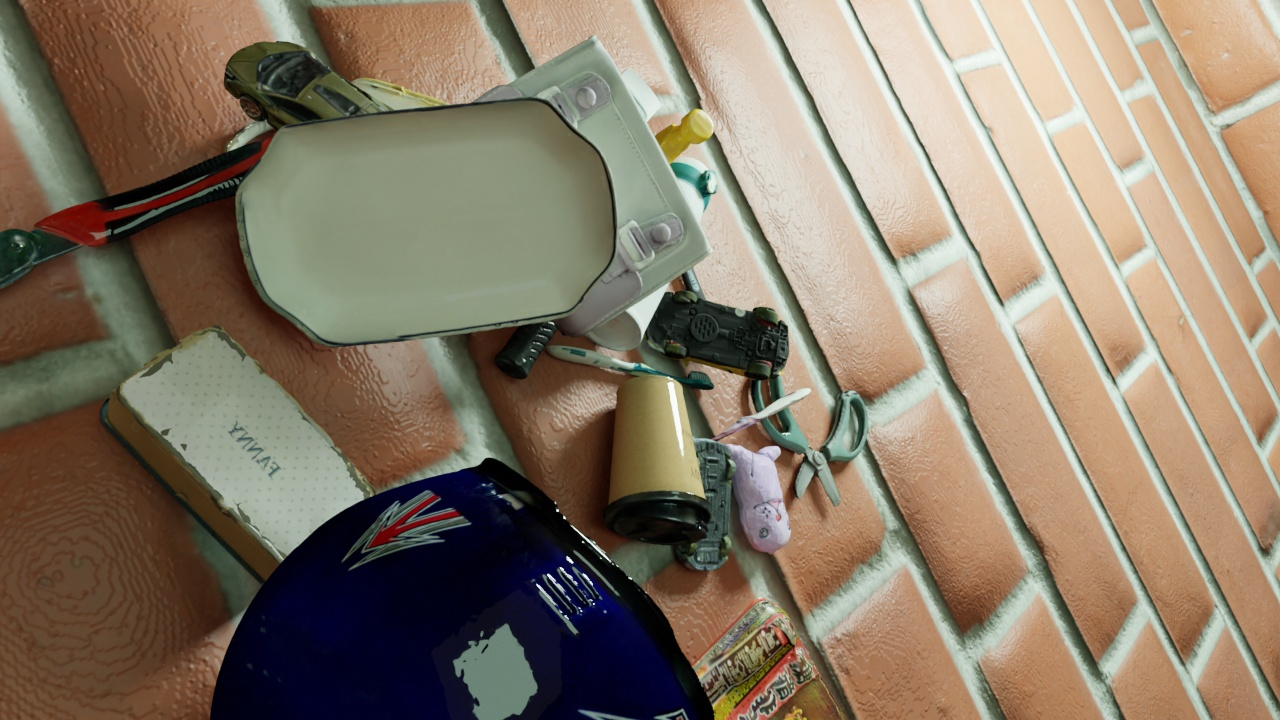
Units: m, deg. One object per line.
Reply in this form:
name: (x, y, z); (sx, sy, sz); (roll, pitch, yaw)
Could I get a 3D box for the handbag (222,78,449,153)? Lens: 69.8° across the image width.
handbag: (-0.232, -0.151, 0.736); (0.178, 0.063, 0.163); (20, 59, -13)

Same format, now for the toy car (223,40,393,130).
toy car: (-0.236, -0.186, 0.688); (0.158, 0.042, 0.070); (33, 55, -6)

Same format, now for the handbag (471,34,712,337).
handbag: (-0.051, -0.135, 0.733); (0.144, 0.098, 0.197); (-35, 107, -12)

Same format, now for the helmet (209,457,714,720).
helmet: (-0.107, 0.226, 0.551); (0.239, 0.247, 0.316); (-43, 131, -22)

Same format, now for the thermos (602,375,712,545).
thermos: (0.013, 0.089, 0.799); (0.093, 0.093, 0.143); (18, 54, -31)

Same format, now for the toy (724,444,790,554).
toy: (0.117, 0.134, 0.890); (0.083, 0.039, 0.108); (3, 68, -44)

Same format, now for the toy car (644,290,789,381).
toy car: (0.075, -0.025, 0.907); (0.155, 0.041, 0.071); (13, 75, -11)

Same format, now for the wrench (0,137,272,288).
wrench: (-0.350, -0.103, 0.620); (0.272, 0.016, 0.056); (-29, 81, -34)

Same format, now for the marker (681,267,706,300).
marker: (0.058, -0.069, 0.944); (0.018, 0.015, 0.124); (-15, 81, -39)

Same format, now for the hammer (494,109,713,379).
hammer: (-0.039, -0.107, 0.836); (0.033, 0.129, 0.300); (41, 63, -18)

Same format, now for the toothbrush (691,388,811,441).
toothbrush: (0.103, 0.058, 0.913); (0.187, 0.016, 0.017); (-22, 75, -33)

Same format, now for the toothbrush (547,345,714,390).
toothbrush: (-0.005, 0.005, 0.865); (0.191, 0.016, 0.018); (14, 54, -34)

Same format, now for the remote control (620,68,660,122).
remote control: (-0.027, -0.252, 0.954); (0.056, 0.019, 0.134); (46, 50, -13)

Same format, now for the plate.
plate: (-0.150, -0.099, 0.664); (0.265, 0.034, 0.162); (-8, 106, -3)

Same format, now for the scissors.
scissors: (0.191, 0.066, 0.989); (0.177, 0.019, 0.170); (-26, 87, -42)

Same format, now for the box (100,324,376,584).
box: (-0.268, 0.060, 0.610); (0.184, 0.061, 0.089); (50, 49, -7)

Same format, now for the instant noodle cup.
instant noodle cup: (0.094, 0.318, 0.767); (0.164, 0.079, 0.189); (-31, 90, -41)

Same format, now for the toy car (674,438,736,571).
toy car: (0.056, 0.132, 0.844); (0.054, 0.037, 0.120); (9, 78, -38)

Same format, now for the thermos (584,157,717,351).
thermos: (0.013, -0.112, 0.889); (0.073, 0.073, 0.223); (40, 53, -18)
